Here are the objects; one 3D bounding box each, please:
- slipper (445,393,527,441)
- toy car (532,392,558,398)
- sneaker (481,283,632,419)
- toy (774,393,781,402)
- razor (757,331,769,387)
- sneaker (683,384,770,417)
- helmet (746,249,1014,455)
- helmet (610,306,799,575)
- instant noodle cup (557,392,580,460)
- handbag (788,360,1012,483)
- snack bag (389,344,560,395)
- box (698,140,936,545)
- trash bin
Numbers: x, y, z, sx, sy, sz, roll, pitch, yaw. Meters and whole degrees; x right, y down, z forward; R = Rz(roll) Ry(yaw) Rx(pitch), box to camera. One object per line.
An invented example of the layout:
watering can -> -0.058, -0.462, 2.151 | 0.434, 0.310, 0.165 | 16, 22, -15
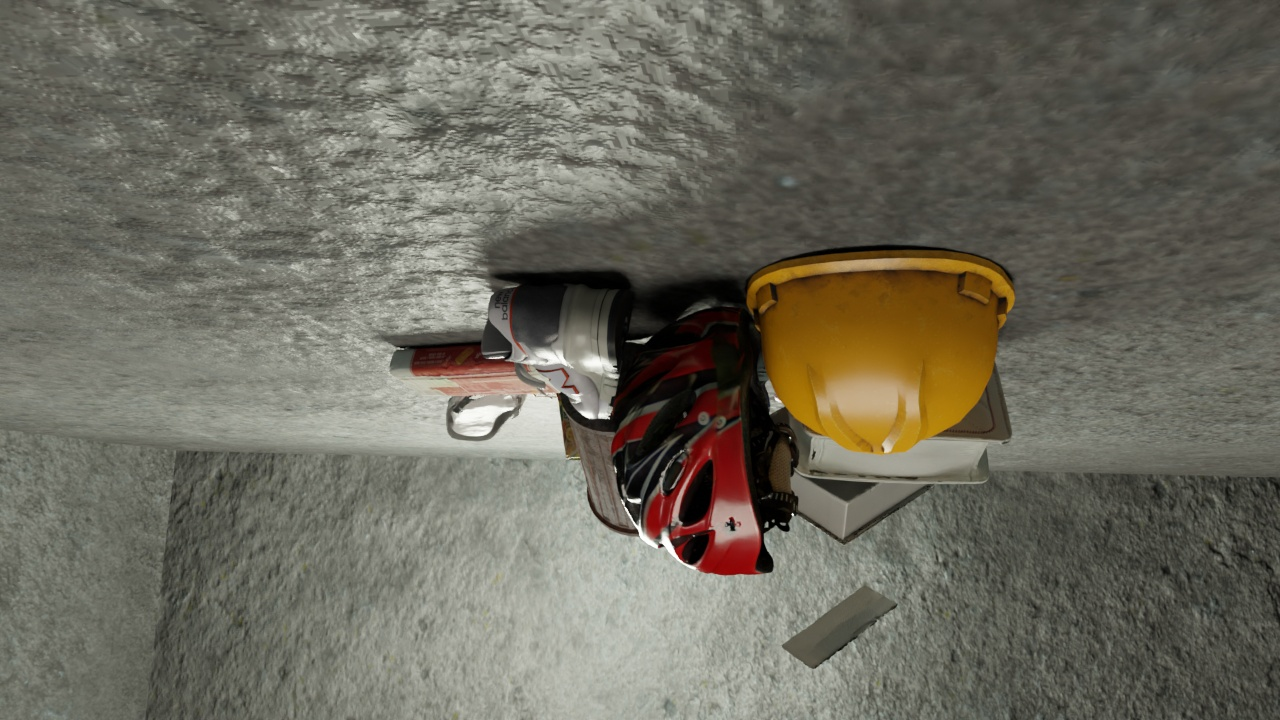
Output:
slipper -> -0.204, 0.051, 1.208 | 0.112, 0.074, 0.247 | -9, 168, -21
toy car -> -0.114, 0.022, 1.105 | 0.047, 0.047, 0.112 | 3, 167, 0
sneaker -> -0.076, -0.016, 0.810 | 0.124, 0.088, 0.240 | 12, 161, -1
toy -> 0.230, 0.046, 1.184 | 0.110, 0.047, 0.063 | 10, 172, -4
razor -> 0.121, -0.009, 0.908 | 0.047, 0.052, 0.143 | 1, 161, -5
sneaker -> 0.105, 0.041, 1.069 | 0.118, 0.091, 0.233 | -14, 155, -12
helmet -> 0.188, 0.008, 0.729 | 0.205, 0.131, 0.255 | -1, 169, 20
helmet -> 0.059, 0.072, 0.807 | 0.167, 0.217, 0.272 | -1, 143, 7
instant noodle cup -> -0.069, 0.081, 1.260 | 0.102, 0.108, 0.102 | 0, 170, 0
handbag -> 0.249, 0.045, 0.914 | 0.198, 0.141, 0.096 | 2, 140, 4
snack bag -> -0.174, 0.011, 1.043 | 0.226, 0.041, 0.077 | -4, 153, 24
box -> 0.199, -0.027, 1.001 | 0.168, 0.404, 0.172 | -24, -157, -32
trash bin -> -0.009, 0.095, 1.022 | 0.131, 0.130, 0.211 | 0, 139, 10
